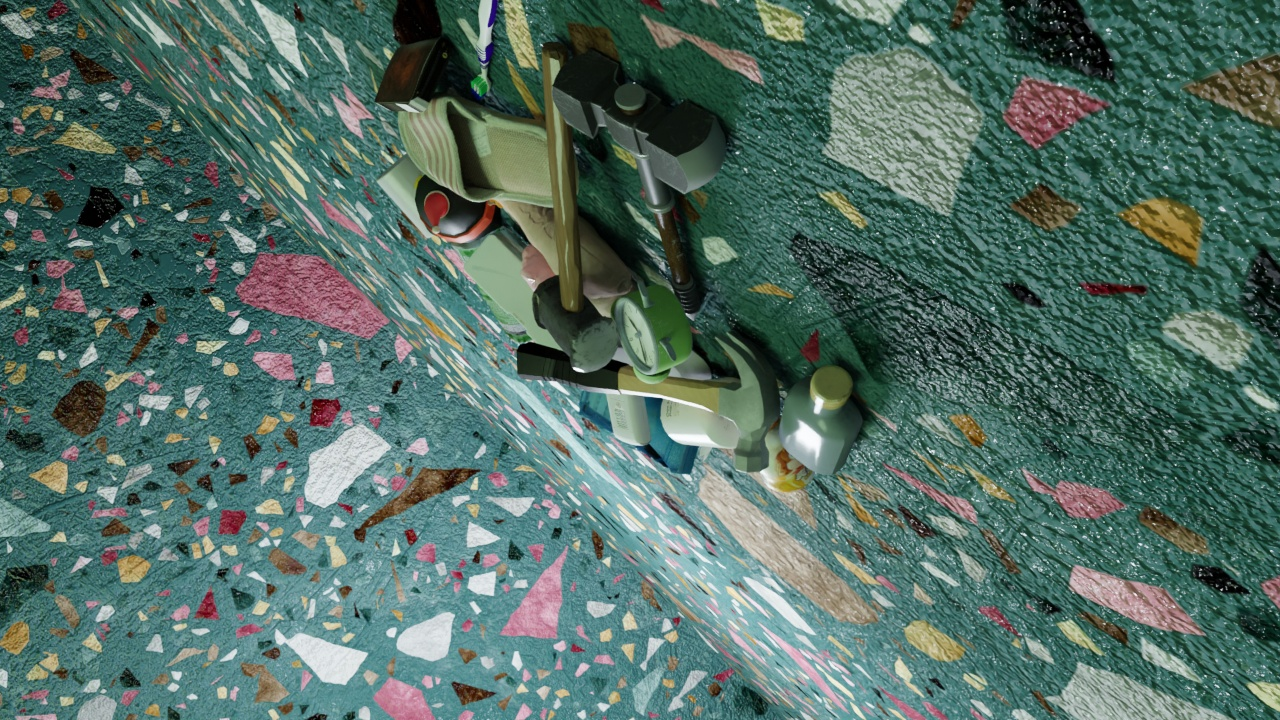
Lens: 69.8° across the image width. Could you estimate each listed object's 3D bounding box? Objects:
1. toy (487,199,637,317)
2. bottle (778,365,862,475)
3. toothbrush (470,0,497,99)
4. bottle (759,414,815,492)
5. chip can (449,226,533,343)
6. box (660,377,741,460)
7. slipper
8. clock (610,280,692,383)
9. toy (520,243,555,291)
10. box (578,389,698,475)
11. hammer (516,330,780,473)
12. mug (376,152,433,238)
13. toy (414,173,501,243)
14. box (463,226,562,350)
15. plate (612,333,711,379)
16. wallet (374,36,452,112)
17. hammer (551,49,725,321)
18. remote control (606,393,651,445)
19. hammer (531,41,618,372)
[{"bbox_3d":[-0.103,-0.134,1.010,0.264,0.065,0.196,39,159,22],"label":"toy"},{"bbox_3d":[0.167,0.052,0.845,0.072,0.046,0.161,39,164,19],"label":"bottle"},{"bbox_3d":[-0.138,-0.277,0.811,0.015,0.016,0.187,44,165,-2],"label":"toothbrush"},{"bbox_3d":[0.145,0.091,0.969,0.063,0.063,0.108,28,159,44],"label":"bottle"},{"bbox_3d":[-0.194,-0.114,1.271,0.075,0.075,0.223,34,161,32],"label":"chip can"},{"bbox_3d":[0.079,0.069,1.044,0.118,0.084,0.160,22,168,-27],"label":"box"},{"bbox_3d":[-0.166,-0.210,0.915,0.263,0.052,0.115,22,131,37],"label":"slipper"},{"bbox_3d":[0.010,-0.027,0.885,0.094,0.042,0.119,68,157,4],"label":"clock"},{"bbox_3d":[-0.102,-0.101,1.080,0.102,0.093,0.050,39,122,4],"label":"toy"},{"bbox_3d":[-0.004,0.040,1.247,0.232,0.066,0.173,29,131,45],"label":"box"},{"bbox_3d":[-0.004,0.022,0.974,0.329,0.039,0.131,10,107,36],"label":"hammer"},{"bbox_3d":[-0.270,-0.226,1.187,0.112,0.078,0.097,-19,119,42],"label":"mug"},{"bbox_3d":[-0.219,-0.188,1.076,0.100,0.097,0.119,29,-176,15],"label":"toy"},{"bbox_3d":[-0.114,-0.086,1.159,0.199,0.086,0.096,45,-155,-2],"label":"box"},{"bbox_3d":[-0.006,0.006,1.065,0.178,0.012,0.179,12,156,5],"label":"plate"},{"bbox_3d":[-0.231,-0.287,0.923,0.019,0.072,0.123,25,179,-35],"label":"wallet"},{"bbox_3d":[0.023,-0.115,0.794,0.156,0.043,0.322,36,165,26],"label":"hammer"},{"bbox_3d":[-0.021,0.044,1.195,0.060,0.025,0.138,11,117,52],"label":"remote control"},{"bbox_3d":[-0.067,-0.128,0.829,0.098,0.052,0.329,48,152,38],"label":"hammer"}]
